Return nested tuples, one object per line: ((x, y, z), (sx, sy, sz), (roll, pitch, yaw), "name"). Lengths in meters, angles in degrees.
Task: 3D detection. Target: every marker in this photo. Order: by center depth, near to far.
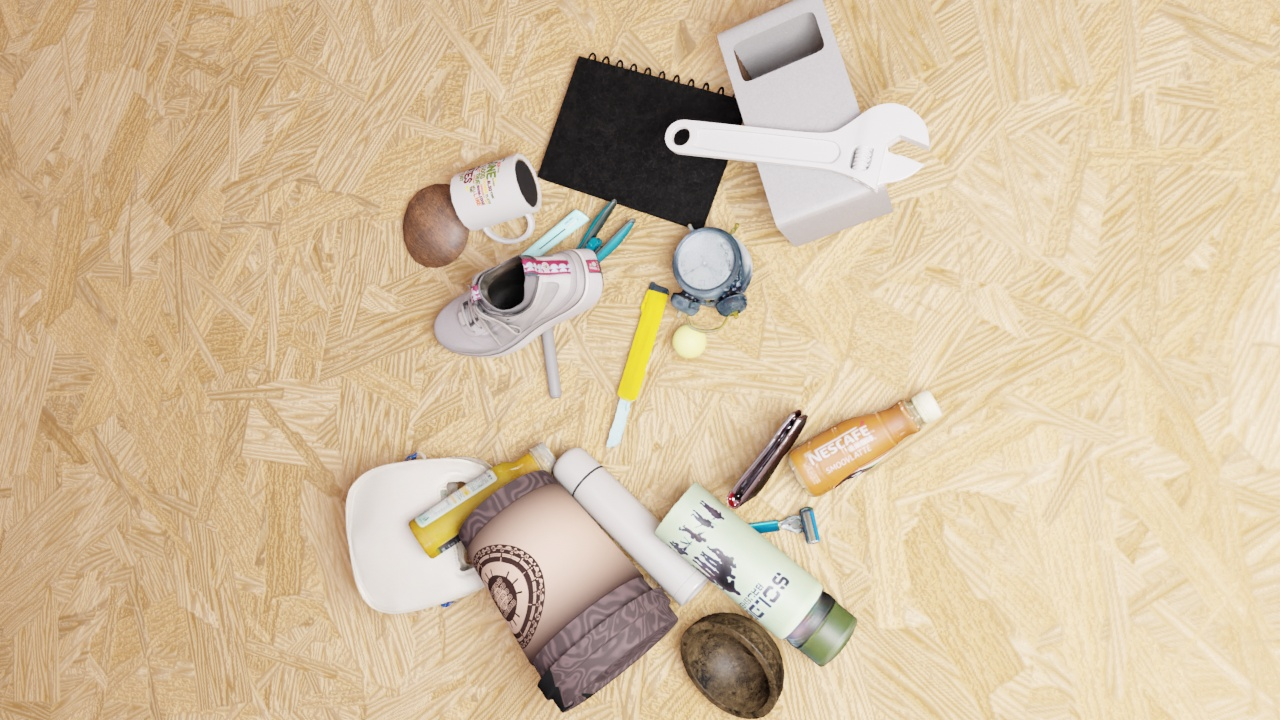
((-0.115, -0.023, 1.148), (0.016, 0.016, 0.140), (-11, 82, 19), "marker")

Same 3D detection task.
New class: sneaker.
((-0.177, -0.068, 1.105), (0.264, 0.128, 0.096), (-20, 76, 35), "sneaker")

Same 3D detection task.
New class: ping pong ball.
((0.057, -0.023, 1.071), (0.040, 0.040, 0.040), (-2, 85, 20), "ping pong ball")

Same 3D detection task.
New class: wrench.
((0.155, -0.229, 0.941), (0.274, 0.018, 0.086), (13, 90, 22), "wrench")

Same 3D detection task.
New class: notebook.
((0.000, -0.272, 1.124), (0.232, 0.019, 0.169), (22, 95, 20), "notebook")

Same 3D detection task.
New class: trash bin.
((0.182, -0.259, 1.005), (0.115, 0.114, 0.228), (-19, 79, 18), "trash bin")

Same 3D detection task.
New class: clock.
((0.081, -0.095, 1.060), (0.090, 0.052, 0.129), (1, 83, 20), "clock")

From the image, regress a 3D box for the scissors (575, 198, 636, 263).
((-0.064, -0.137, 1.135), (0.132, 0.019, 0.148), (-2, 91, 25), "scissors")

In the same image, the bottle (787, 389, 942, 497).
((0.242, 0.085, 0.985), (0.167, 0.059, 0.059), (-32, 76, 15), "bottle")

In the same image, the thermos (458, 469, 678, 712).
((-0.090, 0.251, 1.037), (0.173, 0.172, 0.226), (-44, 71, 12), "thermos")

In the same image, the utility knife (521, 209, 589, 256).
((-0.116, -0.151, 1.160), (0.120, 0.015, 0.022), (-36, 106, 15), "utility knife")

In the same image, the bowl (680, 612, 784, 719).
((0.109, 0.325, 1.007), (0.121, 0.056, 0.121), (19, 122, 32), "bowl")

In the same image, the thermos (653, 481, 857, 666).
((0.126, 0.235, 0.999), (0.231, 0.082, 0.082), (38, 99, 10), "thermos")

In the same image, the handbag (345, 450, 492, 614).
((-0.256, 0.210, 1.154), (0.199, 0.093, 0.200), (-9, 82, -1), "handbag")

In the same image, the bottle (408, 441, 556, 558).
((-0.186, 0.165, 1.105), (0.186, 0.053, 0.053), (-33, 73, -14), "bottle")

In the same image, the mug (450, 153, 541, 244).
((-0.176, -0.198, 1.160), (0.090, 0.073, 0.105), (-14, 107, 19), "mug")

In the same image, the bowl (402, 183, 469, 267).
((-0.277, -0.181, 1.214), (0.102, 0.026, 0.114), (-3, 84, 20), "bowl")

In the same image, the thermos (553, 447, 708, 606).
((-0.014, 0.189, 1.074), (0.224, 0.052, 0.052), (42, 100, 18), "thermos")

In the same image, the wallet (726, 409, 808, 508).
((0.139, 0.105, 1.000), (0.031, 0.099, 0.120), (37, 99, 12), "wallet")

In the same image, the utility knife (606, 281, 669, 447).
((-0.007, 0.006, 1.104), (0.030, 0.018, 0.206), (16, 86, 26), "utility knife")

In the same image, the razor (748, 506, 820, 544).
((0.130, 0.191, 1.039), (0.144, 0.022, 0.042), (-10, 97, 24), "razor")
